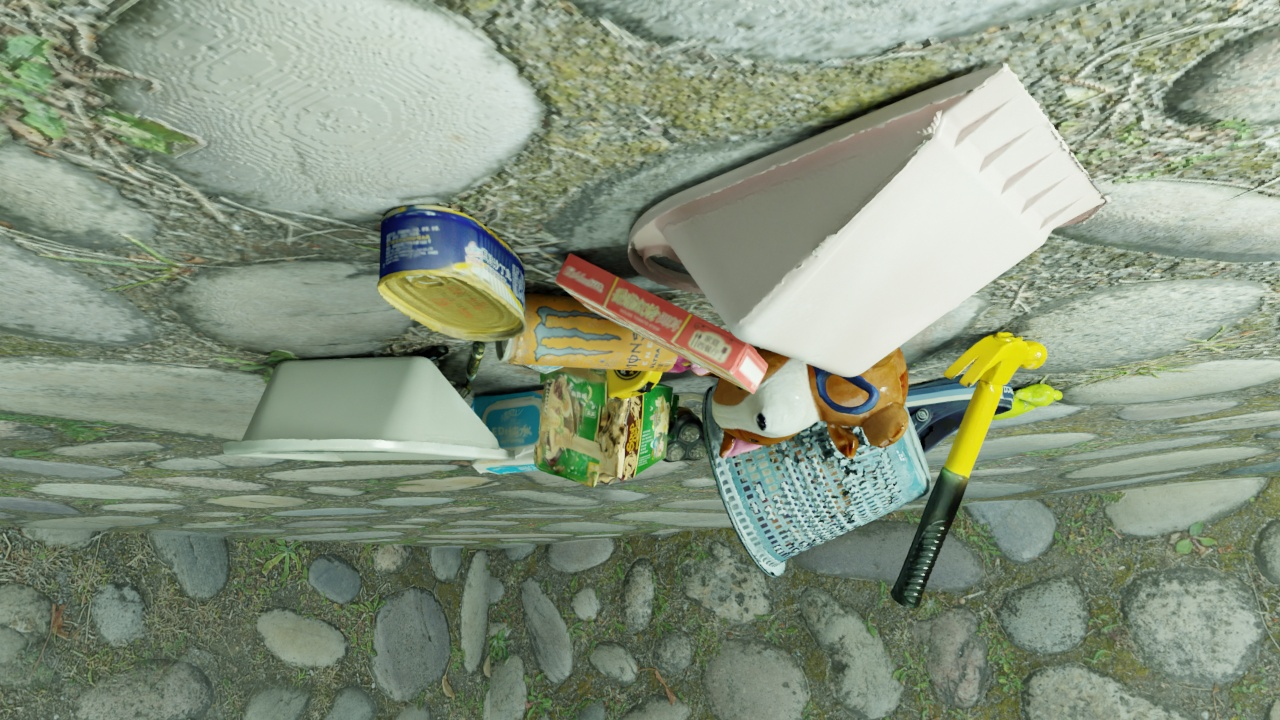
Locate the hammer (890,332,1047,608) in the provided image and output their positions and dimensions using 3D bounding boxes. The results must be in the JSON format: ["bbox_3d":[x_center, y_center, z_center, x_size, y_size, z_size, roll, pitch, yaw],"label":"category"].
[{"bbox_3d":[0.318,0.114,0.929,0.128,0.301,0.033,3,-161,-40],"label":"hammer"}]

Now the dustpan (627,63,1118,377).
[{"bbox_3d":[0.129,-0.097,0.603,0.274,0.138,0.222,-41,147,21],"label":"dustpan"}]

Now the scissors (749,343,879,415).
[{"bbox_3d":[0.133,-0.007,0.714,0.167,0.154,0.012,-24,139,31],"label":"scissors"}]

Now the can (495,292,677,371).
[{"bbox_3d":[-0.042,-0.022,0.752,0.146,0.058,0.058,3,164,-20],"label":"can"}]

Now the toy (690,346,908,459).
[{"bbox_3d":[0.152,0.034,0.873,0.200,0.140,0.130,-6,-164,25],"label":"toy"}]

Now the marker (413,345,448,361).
[{"bbox_3d":[-0.228,0.005,0.909,0.018,0.015,0.124,13,157,-42],"label":"marker"}]

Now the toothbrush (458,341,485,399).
[{"bbox_3d":[-0.176,0.014,0.943,0.012,0.017,0.186,37,158,-3],"label":"toothbrush"}]

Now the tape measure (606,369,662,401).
[{"bbox_3d":[-0.005,0.005,0.860,0.057,0.060,0.029,-18,158,29],"label":"tape measure"}]

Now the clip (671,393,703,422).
[{"bbox_3d":[0.045,0.055,1.102,0.094,0.035,0.102,-6,157,30],"label":"clip"}]

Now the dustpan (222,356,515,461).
[{"bbox_3d":[-0.273,0.092,0.901,0.223,0.142,0.258,-1,143,11],"label":"dustpan"}]

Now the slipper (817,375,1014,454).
[{"bbox_3d":[0.331,0.081,1.129,0.253,0.095,0.105,-16,157,31],"label":"slipper"}]

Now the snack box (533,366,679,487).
[{"bbox_3d":[-0.032,0.062,0.950,0.118,0.118,0.105,12,-171,36],"label":"snack box"}]

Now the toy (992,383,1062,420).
[{"bbox_3d":[0.476,0.052,1.155,0.100,0.031,0.096,-20,157,37],"label":"toy"}]

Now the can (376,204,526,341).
[{"bbox_3d":[-0.126,-0.056,0.634,0.075,0.049,0.148,-7,164,14],"label":"can"}]

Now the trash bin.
[{"bbox_3d":[0.202,0.103,1.012,0.195,0.226,0.226,-21,159,18],"label":"trash bin"}]

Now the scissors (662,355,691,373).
[{"bbox_3d":[0.046,-0.012,0.891,0.054,0.017,0.133,-7,162,-9],"label":"scissors"}]

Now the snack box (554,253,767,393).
[{"bbox_3d":[0.016,-0.026,0.663,0.153,0.025,0.075,28,177,22],"label":"snack box"}]

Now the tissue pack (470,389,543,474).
[{"bbox_3d":[-0.130,0.080,1.057,0.140,0.090,0.063,-7,165,17],"label":"tissue pack"}]

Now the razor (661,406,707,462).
[{"bbox_3d":[0.003,0.073,1.037,0.168,0.067,0.062,15,141,44],"label":"razor"}]

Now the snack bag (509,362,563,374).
[{"bbox_3d":[-0.079,-0.007,0.864,0.048,0.026,0.104,16,158,-33],"label":"snack bag"}]
